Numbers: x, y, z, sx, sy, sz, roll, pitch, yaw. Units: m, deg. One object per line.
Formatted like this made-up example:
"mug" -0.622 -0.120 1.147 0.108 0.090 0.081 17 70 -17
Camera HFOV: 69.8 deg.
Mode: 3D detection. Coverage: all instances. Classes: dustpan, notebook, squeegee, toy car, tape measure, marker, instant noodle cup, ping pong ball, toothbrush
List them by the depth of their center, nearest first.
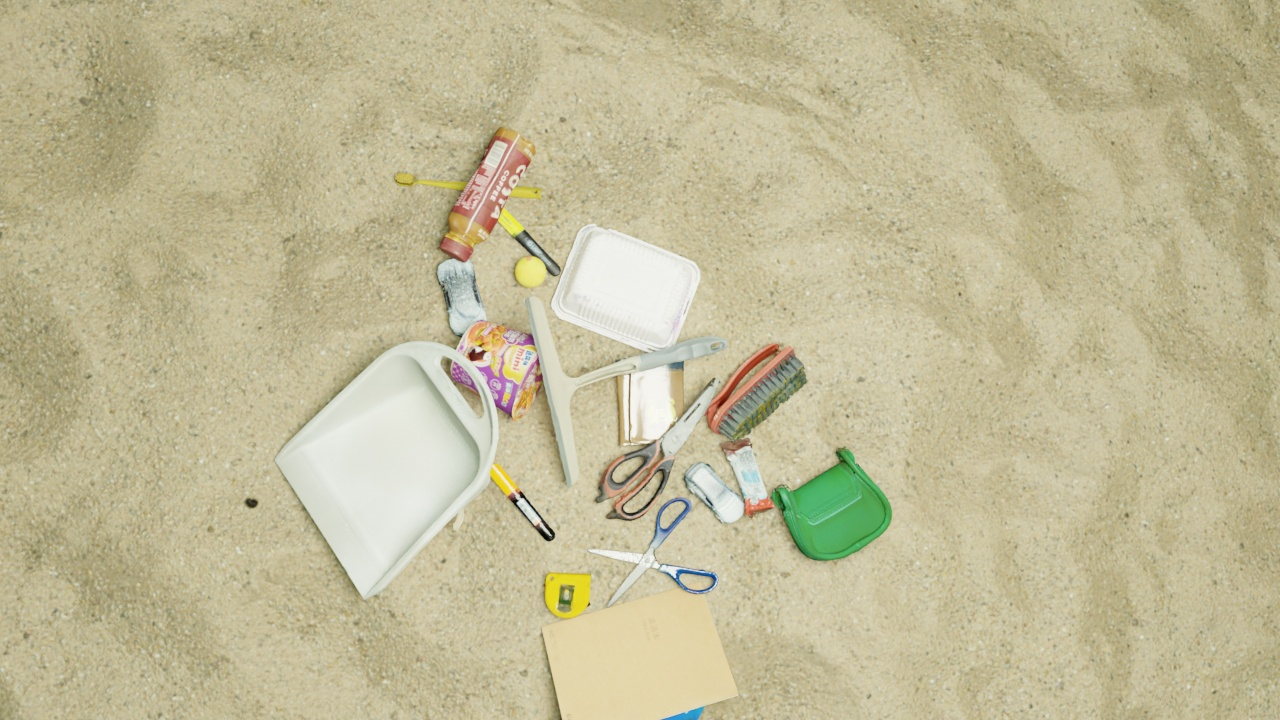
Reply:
"dustpan" -0.288 0.106 1.076 0.257 0.143 0.222 -35 74 -13
"notebook" -0.004 0.368 1.125 0.211 0.012 0.149 -14 56 -7
"instant noodle cup" -0.174 0.005 1.138 0.099 0.111 0.111 25 81 4
"tape measure" -0.091 0.293 1.148 0.060 0.029 0.057 4 84 -5
"squeegee" -0.007 0.007 1.151 0.246 0.039 0.247 -17 109 -16
"marker" -0.150 0.180 1.163 0.018 0.015 0.124 -40 91 -8
"toy car" -0.228 -0.081 1.177 0.049 0.031 0.105 -15 86 -7
"toy car" 0.097 0.171 1.181 0.043 0.034 0.090 -44 91 -12
"ping pong ball" -0.142 -0.114 1.184 0.040 0.040 0.040 1 83 -6
"instant noodle cup" -0.015 -0.096 1.188 0.173 0.060 0.138 21 81 -5
"toothbrush" -0.225 -0.229 1.201 0.190 0.017 0.015 5 84 -6
"marker" -0.150 -0.157 1.202 0.018 0.015 0.124 -44 91 -6

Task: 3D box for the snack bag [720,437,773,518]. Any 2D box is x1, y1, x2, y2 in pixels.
"snack bag" 0.139 0.151 1.185 0.045 0.026 0.105 -12 72 -21

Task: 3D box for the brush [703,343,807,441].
"brush" 0.144 0.041 1.191 0.145 0.063 0.069 -41 58 -7

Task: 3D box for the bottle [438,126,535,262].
"bottle" -0.197 -0.209 1.165 0.057 0.057 0.174 28 83 -2

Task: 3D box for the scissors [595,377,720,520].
"scissors" 0.022 0.102 1.162 0.177 0.015 0.210 2 100 -9

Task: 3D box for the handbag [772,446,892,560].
"handbag" 0.245 0.188 1.177 0.131 0.068 0.120 -30 86 -9

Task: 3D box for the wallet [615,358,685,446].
"wallet" 0.014 0.053 1.188 0.090 0.033 0.115 -1 87 -7

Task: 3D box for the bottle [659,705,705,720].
"bottle" 0.016 0.445 1.124 0.218 0.065 0.065 -32 88 -9

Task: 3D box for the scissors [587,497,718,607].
"scissors" 0.021 0.249 1.170 0.176 0.012 0.162 20 78 2

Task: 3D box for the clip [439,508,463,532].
"clip" -0.241 0.164 1.146 0.076 0.035 0.100 1 78 -5
